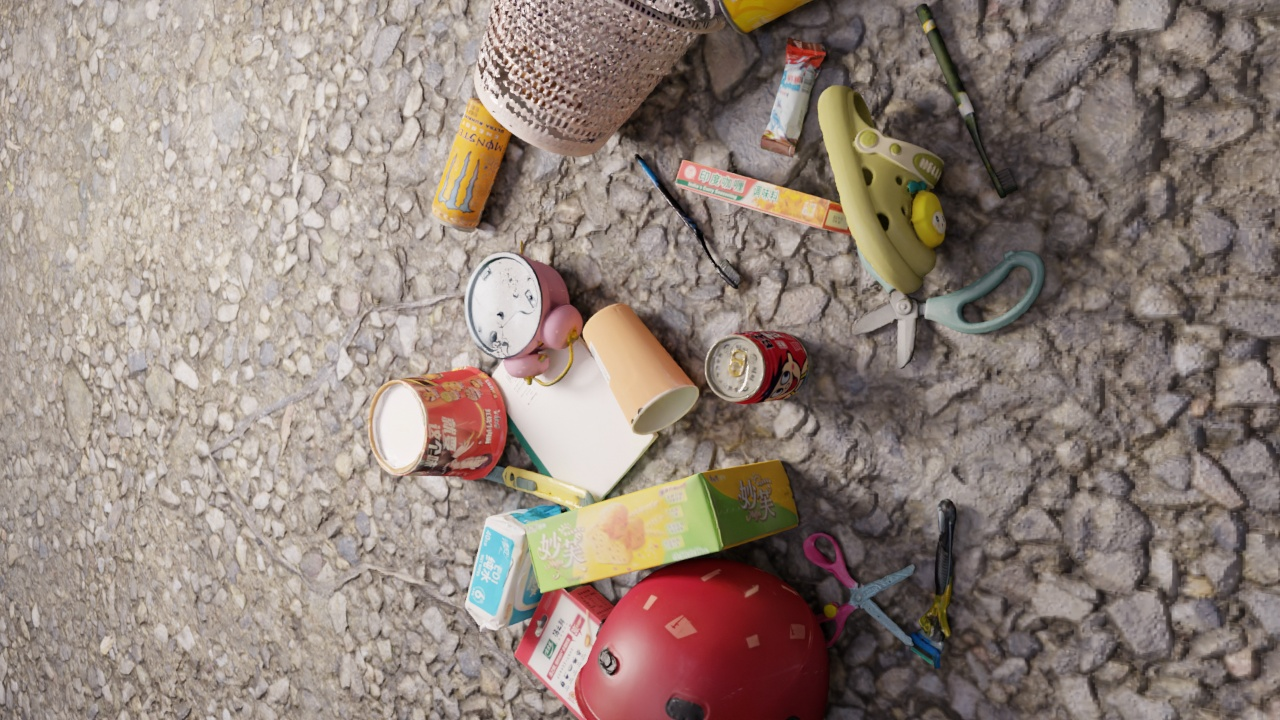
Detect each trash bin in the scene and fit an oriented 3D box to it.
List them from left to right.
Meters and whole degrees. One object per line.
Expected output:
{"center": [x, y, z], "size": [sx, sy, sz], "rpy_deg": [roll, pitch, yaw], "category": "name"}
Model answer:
{"center": [-0.059, -0.317, 0.893], "size": [0.227, 0.226, 0.193], "rpy_deg": [54, 130, 20], "category": "trash bin"}

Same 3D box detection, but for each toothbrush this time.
{"center": [0.047, -0.145, 0.930], "size": [0.016, 0.014, 0.189], "rpy_deg": [-45, 67, 25], "category": "toothbrush"}
{"center": [0.275, -0.222, 0.776], "size": [0.017, 0.012, 0.185], "rpy_deg": [-25, 78, 26], "category": "toothbrush"}

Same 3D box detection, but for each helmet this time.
{"center": [0.063, 0.250, 0.801], "size": [0.207, 0.239, 0.144], "rpy_deg": [21, 95, 34], "category": "helmet"}

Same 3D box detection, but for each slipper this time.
{"center": [0.206, -0.152, 0.758], "size": [0.082, 0.091, 0.190], "rpy_deg": [-24, 74, 31], "category": "slipper"}

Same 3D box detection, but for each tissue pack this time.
{"center": [-0.132, 0.228, 1.015], "size": [0.063, 0.089, 0.140], "rpy_deg": [22, 103, 32], "category": "tissue pack"}

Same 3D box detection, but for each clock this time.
{"center": [-0.124, -0.045, 1.006], "size": [0.117, 0.059, 0.158], "rpy_deg": [-43, 66, 28], "category": "clock"}

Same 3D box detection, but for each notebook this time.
{"center": [-0.086, 0.056, 1.024], "size": [0.209, 0.012, 0.151], "rpy_deg": [51, 118, 23], "category": "notebook"}

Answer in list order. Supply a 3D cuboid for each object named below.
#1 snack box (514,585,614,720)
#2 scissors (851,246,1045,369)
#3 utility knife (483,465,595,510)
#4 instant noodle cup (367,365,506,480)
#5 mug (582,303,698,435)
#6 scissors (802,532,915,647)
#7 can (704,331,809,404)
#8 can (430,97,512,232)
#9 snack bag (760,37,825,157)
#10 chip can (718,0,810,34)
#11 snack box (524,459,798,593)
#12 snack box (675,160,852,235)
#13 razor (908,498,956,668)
{"center": [-0.062, 0.314, 0.997], "size": [0.127, 0.044, 0.113], "rpy_deg": [35, 111, 27], "category": "snack box"}
{"center": [0.248, -0.087, 0.794], "size": [0.171, 0.019, 0.179], "rpy_deg": [-24, 79, 33], "category": "scissors"}
{"center": [-0.126, 0.141, 1.049], "size": [0.213, 0.022, 0.031], "rpy_deg": [10, 96, 45], "category": "utility knife"}
{"center": [-0.239, 0.076, 1.064], "size": [0.138, 0.108, 0.138], "rpy_deg": [0, 91, 38], "category": "instant noodle cup"}
{"center": [-0.006, 0.005, 0.936], "size": [0.078, 0.078, 0.122], "rpy_deg": [-47, 62, 25], "category": "mug"}
{"center": [0.193, 0.210, 0.838], "size": [0.134, 0.017, 0.135], "rpy_deg": [-41, 65, 32], "category": "scissors"}
{"center": [0.107, 0.006, 0.845], "size": [0.067, 0.093, 0.066], "rpy_deg": [1, 92, 34], "category": "can"}
{"center": [-0.194, -0.226, 1.062], "size": [0.058, 0.058, 0.146], "rpy_deg": [33, 109, 29], "category": "can"}
{"center": [0.141, -0.245, 0.856], "size": [0.048, 0.026, 0.104], "rpy_deg": [30, 107, 42], "category": "snack bag"}
{"center": [0.170, -0.364, 0.806], "size": [0.214, 0.072, 0.072], "rpy_deg": [-17, 82, 33], "category": "chip can"}
{"center": [0.020, 0.156, 0.869], "size": [0.211, 0.157, 0.070], "rpy_deg": [-21, 78, 33], "category": "snack box"}
{"center": [0.116, -0.149, 0.844], "size": [0.156, 0.076, 0.027], "rpy_deg": [23, 104, 31], "category": "snack box"}
{"center": [0.259, 0.189, 0.793], "size": [0.043, 0.022, 0.143], "rpy_deg": [-163, 78, -71], "category": "razor"}
